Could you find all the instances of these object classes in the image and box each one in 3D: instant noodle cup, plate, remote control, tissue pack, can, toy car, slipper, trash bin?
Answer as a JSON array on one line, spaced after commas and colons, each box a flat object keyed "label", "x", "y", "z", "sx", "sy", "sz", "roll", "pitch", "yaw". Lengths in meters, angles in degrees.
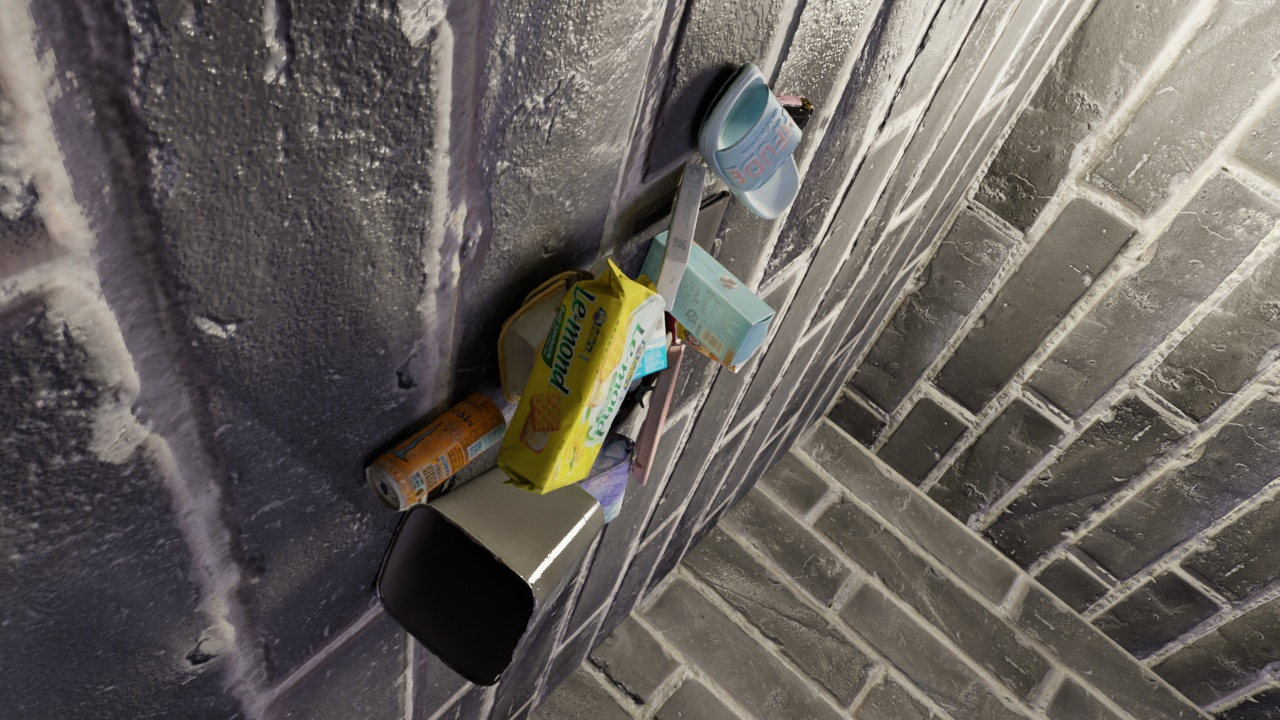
[{"label": "instant noodle cup", "x": 0.118, "y": -0.055, "z": 1.360, "sx": 0.116, "sy": 0.123, "sz": 0.116, "roll": -47, "pitch": 163, "yaw": -15}, {"label": "plate", "x": 0.026, "y": 0.083, "z": 1.437, "sx": 0.229, "sy": 0.028, "sz": 0.229, "roll": 19, "pitch": 87, "yaw": -86}, {"label": "remote control", "x": -0.058, "y": 0.117, "z": 1.447, "sx": 0.058, "sy": 0.021, "sz": 0.150, "roll": -38, "pitch": 160, "yaw": -36}, {"label": "tissue pack", "x": -0.020, "y": -0.023, "z": 1.135, "sx": 0.139, "sy": 0.063, "sz": 0.090, "roll": -21, "pitch": 111, "yaw": -56}, {"label": "can", "x": -0.208, "y": 0.092, "z": 0.944, "sx": 0.145, "sy": 0.058, "sz": 0.058, "roll": -37, "pitch": 159, "yaw": -37}, {"label": "toy car", "x": 0.165, "y": -0.299, "z": 1.121, "sx": 0.122, "sy": 0.037, "sz": 0.056, "roll": -12, "pitch": 139, "yaw": -45}, {"label": "slipper", "x": 0.139, "y": -0.234, "z": 1.054, "sx": 0.104, "sy": 0.074, "sz": 0.245, "roll": -50, "pitch": 148, "yaw": -3}, {"label": "trash bin", "x": -0.172, "y": 0.245, "z": 1.151, "sx": 0.219, "sy": 0.198, "sz": 0.199, "roll": -35, "pitch": 158, "yaw": -57}, {"label": "remote control", "x": -0.008, "y": 0.008, "z": 1.325, "sx": 0.053, "sy": 0.024, "sz": 0.136, "roll": 9, "pitch": 113, "yaw": -54}]

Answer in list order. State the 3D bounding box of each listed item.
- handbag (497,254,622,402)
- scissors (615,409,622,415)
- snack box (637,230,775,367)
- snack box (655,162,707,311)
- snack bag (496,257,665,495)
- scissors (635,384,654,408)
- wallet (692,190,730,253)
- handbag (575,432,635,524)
[{"label": "handbag", "x": -0.083, "y": -0.037, "z": 1.004, "sx": 0.178, "sy": 0.063, "sz": 0.164, "roll": -51, "pitch": 165, "yaw": -27}, {"label": "scissors", "x": -0.100, "y": 0.112, "z": 1.289, "sx": 0.173, "sy": 0.014, "sz": 0.159, "roll": -36, "pitch": 168, "yaw": 0}, {"label": "snack box", "x": 0.077, "y": -0.078, "z": 1.118, "sx": 0.051, "sy": 0.175, "sz": 0.074, "roll": -27, "pitch": 152, "yaw": -42}, {"label": "snack box", "x": 0.043, "y": -0.140, "z": 1.029, "sx": 0.085, "sy": 0.027, "sz": 0.156, "roll": 107, "pitch": -2, "yaw": -53}, {"label": "snack bag", "x": -0.060, "y": 0.019, "z": 0.928, "sx": 0.246, "sy": 0.068, "sz": 0.158, "roll": -65, "pitch": 167, "yaw": 6}, {"label": "scissors", "x": -0.002, "y": 0.036, "z": 1.405, "sx": 0.136, "sy": 0.017, "sz": 0.105, "roll": -4, "pitch": 116, "yaw": -64}, {"label": "wallet", "x": 0.070, "y": -0.158, "z": 1.203, "sx": 0.096, "sy": 0.020, "sz": 0.123, "roll": -37, "pitch": 157, "yaw": -37}, {"label": "handbag", "x": -0.081, "y": 0.199, "z": 1.443, "sx": 0.134, "sy": 0.075, "sz": 0.194, "roll": -22, "pitch": 151, "yaw": -25}]
